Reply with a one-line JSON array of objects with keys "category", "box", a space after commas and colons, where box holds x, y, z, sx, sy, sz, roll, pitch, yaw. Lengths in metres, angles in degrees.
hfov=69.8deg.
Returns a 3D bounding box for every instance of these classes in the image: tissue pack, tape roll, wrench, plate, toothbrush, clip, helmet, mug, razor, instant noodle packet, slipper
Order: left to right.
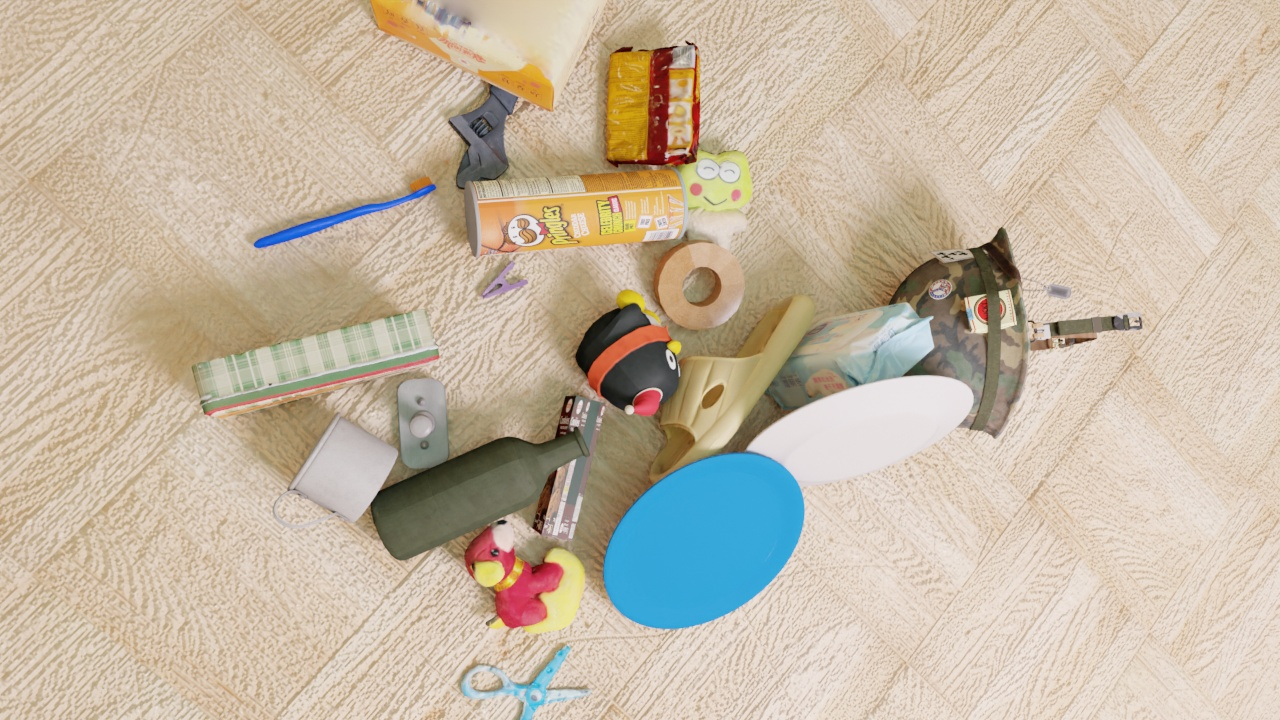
[{"category": "mug", "box": [-0.282, 0.112, 0.848, 0.070, 0.084, 0.113, 34, 61, -15]}, {"category": "toothbrush", "box": [-0.288, -0.145, 0.897, 0.182, 0.016, 0.018, -22, 89, -17]}, {"category": "razor", "box": [-0.205, 0.060, 0.860, 0.047, 0.116, 0.088, -4, 89, -12]}, {"category": "clip", "box": [-0.137, -0.077, 0.942, 0.046, 0.014, 0.050, 28, 77, -17]}, {"category": "wrench", "box": [-0.128, -0.298, 0.948, 0.073, 0.022, 0.273, 27, 81, -12]}, {"category": "instant noodle packet", "box": [0.014, -0.270, 0.967, 0.099, 0.039, 0.135, 1, 87, 13]}, {"category": "tape roll", "box": [0.062, -0.081, 0.979, 0.094, 0.027, 0.094, -2, 105, -9]}, {"category": "plate", "box": [0.064, 0.183, 0.941, 0.224, 0.024, 0.225, -11, 123, -18]}, {"category": "slipper", "box": [0.084, 0.016, 0.953, 0.079, 0.111, 0.261, 43, 74, -11]}, {"category": "tissue pack", "box": [0.213, -0.003, 0.955, 0.112, 0.182, 0.070, -35, 98, -22]}, {"category": "plate", "box": [0.220, 0.084, 0.933, 0.242, 0.243, 0.016, -4, 60, -17]}, {"category": "helmet", "box": [0.385, -0.031, 0.994, 0.236, 0.192, 0.224, 15, 90, 17]}]

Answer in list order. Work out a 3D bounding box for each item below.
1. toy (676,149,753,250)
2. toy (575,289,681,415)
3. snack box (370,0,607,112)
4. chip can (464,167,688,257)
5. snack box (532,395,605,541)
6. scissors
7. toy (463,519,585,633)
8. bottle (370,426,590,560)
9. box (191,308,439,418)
[{"category": "toy", "box": [0.078, -0.171, 0.993, 0.092, 0.046, 0.115, 1, 95, -14]}, {"category": "toy", "box": [-0.005, 0.005, 0.924, 0.100, 0.097, 0.119, -37, 65, 3]}, {"category": "snack box", "box": [-0.143, -0.358, 0.899, 0.195, 0.081, 0.145, 25, 80, -3]}, {"category": "chip can", "box": [-0.065, -0.151, 0.933, 0.214, 0.075, 0.075, -7, 90, -17]}, {"category": "snack box", "box": [-0.073, 0.108, 0.932, 0.031, 0.051, 0.140, 15, 83, -16]}, {"category": "scissors", "box": [-0.116, 0.353, 0.931, 0.134, 0.012, 0.134, 2, 86, -18]}, {"category": "toy", "box": [-0.119, 0.222, 0.914, 0.137, 0.067, 0.105, 40, 80, -24]}, {"category": "bottle", "box": [-0.149, 0.119, 0.876, 0.207, 0.071, 0.071, -24, 95, -3]}, {"category": "box", "box": [-0.290, 0.006, 0.839, 0.205, 0.118, 0.050, -14, 87, -19]}]
